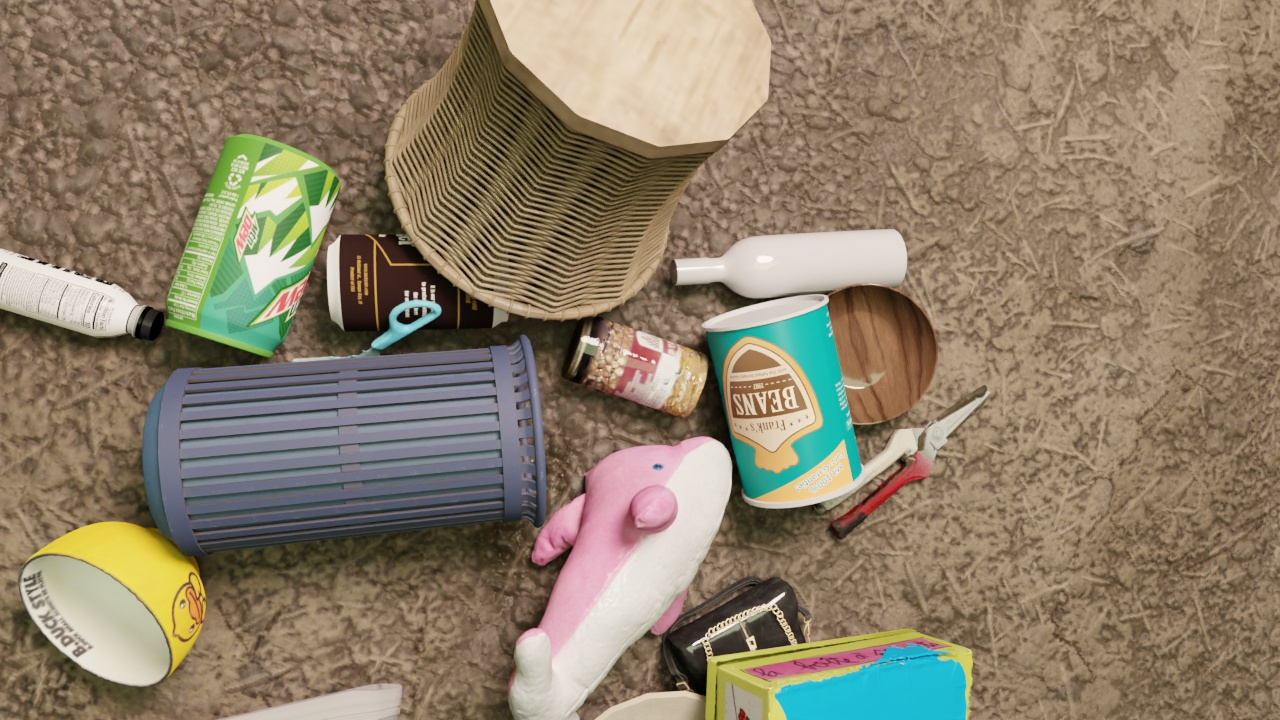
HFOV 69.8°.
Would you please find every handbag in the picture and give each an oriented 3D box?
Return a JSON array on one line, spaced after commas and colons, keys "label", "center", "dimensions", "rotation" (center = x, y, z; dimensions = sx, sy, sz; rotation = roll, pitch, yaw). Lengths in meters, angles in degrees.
[{"label": "handbag", "center": [0.084, 0.232, 0.749], "dimensions": [0.128, 0.054, 0.079], "rotation": [-25, 104, -16]}]

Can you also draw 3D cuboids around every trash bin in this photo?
[{"label": "trash bin", "center": [-0.199, 0.060, 0.645], "dimensions": [0.249, 0.139, 0.139], "rotation": [-4, 88, -12]}]

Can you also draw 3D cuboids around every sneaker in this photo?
[{"label": "sneaker", "center": [-0.280, 0.293, 0.633], "dimensions": [0.236, 0.099, 0.089], "rotation": [-9, 75, -15]}]

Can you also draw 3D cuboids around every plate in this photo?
[{"label": "plate", "center": [0.016, 0.348, 0.726], "dimensions": [0.188, 0.027, 0.189], "rotation": [-1, 95, -11]}]

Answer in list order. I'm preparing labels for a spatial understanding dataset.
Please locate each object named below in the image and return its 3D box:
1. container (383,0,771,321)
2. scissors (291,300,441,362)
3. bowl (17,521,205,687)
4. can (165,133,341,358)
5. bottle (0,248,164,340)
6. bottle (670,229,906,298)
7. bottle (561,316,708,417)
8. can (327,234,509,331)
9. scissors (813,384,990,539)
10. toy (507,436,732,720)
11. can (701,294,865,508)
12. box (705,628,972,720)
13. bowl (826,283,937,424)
[{"label": "container", "center": [-0.042, -0.170, 0.625], "dimensions": [0.226, 0.197, 0.226], "rotation": [10, 64, -22]}, {"label": "scissors", "center": [-0.189, -0.010, 0.677], "dimensions": [0.139, 0.118, 0.015], "rotation": [-5, 55, -20]}, {"label": "bowl", "center": [-0.349, 0.157, 0.629], "dimensions": [0.117, 0.067, 0.117], "rotation": [8, 121, 14]}, {"label": "can", "center": [-0.278, -0.081, 0.660], "dimensions": [0.083, 0.083, 0.144], "rotation": [19, 83, -11]}, {"label": "bottle", "center": [-0.402, -0.042, 0.652], "dimensions": [0.116, 0.041, 0.041], "rotation": [18, 83, -11]}, {"label": "bottle", "center": [0.122, -0.079, 0.768], "dimensions": [0.195, 0.052, 0.052], "rotation": [-5, 88, -13]}, {"label": "bottle", "center": [-0.004, 0.004, 0.732], "dimensions": [0.105, 0.056, 0.056], "rotation": [19, 83, -11]}, {"label": "can", "center": [-0.166, -0.059, 0.691], "dimensions": [0.128, 0.072, 0.072], "rotation": [-2, 87, -13]}, {"label": "scissors", "center": [0.238, 0.089, 0.805], "dimensions": [0.188, 0.015, 0.140], "rotation": [-3, 86, -13]}, {"label": "toy", "center": [-0.029, 0.151, 0.691], "dimensions": [0.128, 0.187, 0.264], "rotation": [20, 54, 25]}, {"label": "can", "center": [0.113, 0.030, 0.725], "dimensions": [0.099, 0.099, 0.144], "rotation": [-16, 100, -13]}, {"label": "box", "center": [0.159, 0.286, 0.716], "dimensions": [0.220, 0.080, 0.124], "rotation": [0, 90, -33]}, {"label": "bowl", "center": [0.188, -0.007, 0.779], "dimensions": [0.119, 0.032, 0.119], "rotation": [1, 100, 4]}]
